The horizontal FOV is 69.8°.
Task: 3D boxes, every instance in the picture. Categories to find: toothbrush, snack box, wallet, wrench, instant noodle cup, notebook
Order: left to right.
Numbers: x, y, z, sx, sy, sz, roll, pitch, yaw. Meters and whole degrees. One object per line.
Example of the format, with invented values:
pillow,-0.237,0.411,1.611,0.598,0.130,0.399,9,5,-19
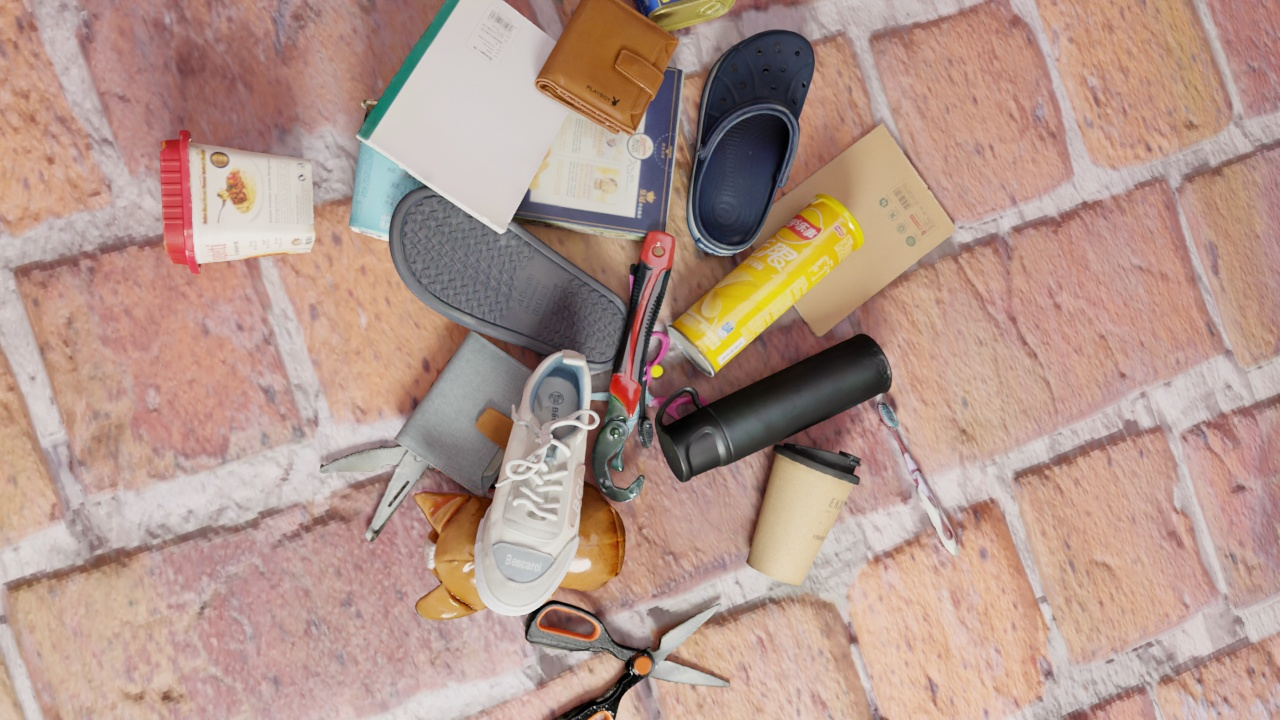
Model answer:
instant noodle cup,-0.367,-0.142,0.842,0.124,0.116,0.116,-3,87,-23
instant noodle cup,-0.226,-0.172,0.873,0.111,0.111,0.120,15,92,-10
wallet,-0.157,0.053,0.888,0.106,0.037,0.129,35,82,-6
notebook,-0.145,-0.239,0.842,0.150,0.012,0.208,33,64,-20
snack box,-0.056,-0.220,0.933,0.182,0.046,0.178,8,85,-10
wallet,-0.030,-0.289,0.891,0.108,0.031,0.131,29,66,-11
wrench,-0.005,0.005,0.915,0.056,0.016,0.273,9,91,2
toothbrush,0.000,-0.004,0.929,0.014,0.018,0.189,-5,93,-19
notebook,0.229,-0.143,1.002,0.207,0.008,0.148,-37,94,-10
toothbrush,0.305,0.129,0.998,0.016,0.017,0.187,-27,92,-10

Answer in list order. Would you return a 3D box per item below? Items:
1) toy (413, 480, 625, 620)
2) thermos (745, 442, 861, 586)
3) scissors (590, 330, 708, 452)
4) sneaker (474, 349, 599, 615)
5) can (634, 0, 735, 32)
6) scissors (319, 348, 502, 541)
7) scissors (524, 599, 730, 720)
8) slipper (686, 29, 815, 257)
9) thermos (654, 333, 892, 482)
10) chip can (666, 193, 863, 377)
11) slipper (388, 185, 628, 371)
toy,-0.117,0.172,0.868,0.199,0.131,0.140,-5,86,-32
thermos,0.162,0.152,0.937,0.093,0.093,0.143,21,90,-9
scissors,0.010,0.038,0.949,0.134,0.017,0.133,26,87,-10
sneaker,-0.082,0.099,0.802,0.089,0.091,0.241,16,58,-12
can,0.038,-0.397,0.955,0.102,0.057,0.083,-20,89,-12
scissors,-0.201,0.081,0.904,0.223,0.015,0.189,-1,87,-11
scissors,-0.021,0.312,0.927,0.221,0.022,0.232,37,82,-12
slipper,0.111,-0.232,0.940,0.105,0.095,0.252,19,83,-12
thermos,0.133,0.038,0.940,0.242,0.068,0.090,-22,80,-14
chip can,0.129,-0.077,0.941,0.213,0.072,0.072,-42,95,-6
slipper,-0.131,-0.068,0.891,0.268,0.083,0.110,29,77,-31
